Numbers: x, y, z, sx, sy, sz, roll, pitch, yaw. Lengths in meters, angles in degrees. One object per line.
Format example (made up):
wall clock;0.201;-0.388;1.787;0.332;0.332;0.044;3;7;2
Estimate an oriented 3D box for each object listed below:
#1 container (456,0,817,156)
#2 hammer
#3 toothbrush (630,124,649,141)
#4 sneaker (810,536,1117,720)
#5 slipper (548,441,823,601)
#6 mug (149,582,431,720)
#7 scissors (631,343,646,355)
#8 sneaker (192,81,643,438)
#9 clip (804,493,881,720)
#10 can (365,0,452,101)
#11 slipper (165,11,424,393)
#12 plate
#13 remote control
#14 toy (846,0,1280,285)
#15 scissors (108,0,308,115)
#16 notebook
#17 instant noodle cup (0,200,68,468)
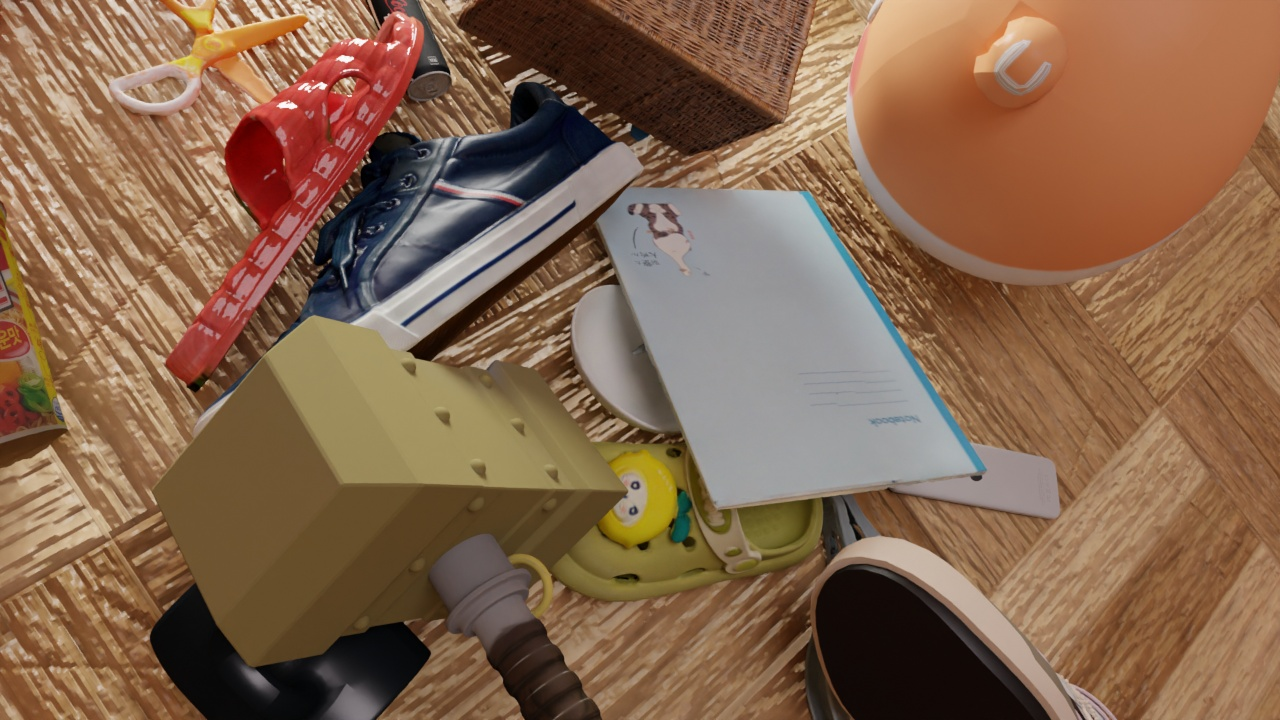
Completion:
container;0.004;-0.226;0.572;0.198;0.114;0.112;24;79;-27
hammer;-0.028;0.142;0.357;0.325;0.101;0.190;50;15;24
toothbrush;0.036;-0.219;0.674;0.016;0.014;0.166;36;62;-7
sneaker;0.211;0.194;0.521;0.294;0.112;0.116;52;44;-11
slipper;0.033;0.085;0.520;0.190;0.082;0.091;2;72;-24
mug;-0.156;0.129;0.399;0.094;0.122;0.085;46;78;0
scissors;0.049;-0.031;0.594;0.119;0.019;0.151;23;50;-22
sneaker;-0.129;-0.066;0.485;0.127;0.121;0.293;47;55;-6
clip;0.174;0.166;0.578;0.164;0.031;0.168;12;68;-20
can;-0.148;-0.207;0.582;0.031;0.032;0.080;-19;79;-28
slipper;-0.190;-0.102;0.486;0.059;0.104;0.248;34;63;-24
plate;-0.003;0.003;0.556;0.104;0.026;0.104;24;45;-27
remote control;0.234;0.080;0.646;0.146;0.008;0.045;12;67;-18
toy;0.268;-0.190;0.606;0.266;0.280;0.263;42;94;13
scissors;-0.256;-0.182;0.540;0.125;0.011;0.130;42;62;-1
notebook;0.081;-0.025;0.569;0.180;0.009;0.253;-3;50;-24
instant noodle cup;-0.312;-0.005;0.406;0.100;0.101;0.112;-26;89;-29
